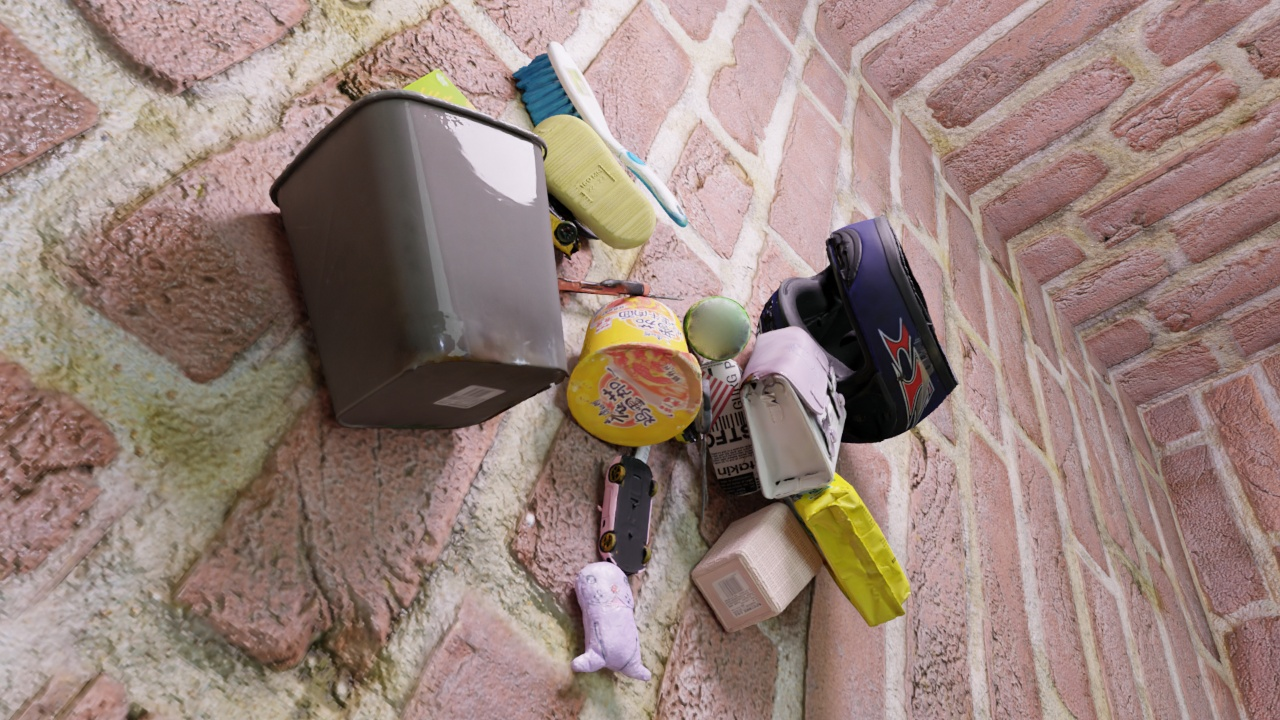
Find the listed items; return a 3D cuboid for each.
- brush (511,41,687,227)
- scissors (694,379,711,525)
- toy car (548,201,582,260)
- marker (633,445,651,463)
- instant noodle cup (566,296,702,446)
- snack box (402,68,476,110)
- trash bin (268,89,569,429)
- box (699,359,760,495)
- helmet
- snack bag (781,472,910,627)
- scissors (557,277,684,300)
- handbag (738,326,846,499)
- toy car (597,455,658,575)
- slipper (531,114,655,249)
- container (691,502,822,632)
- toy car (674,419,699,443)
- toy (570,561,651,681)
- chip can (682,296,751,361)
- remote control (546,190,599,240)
[{"bbox_3d":[-0.054,-0.276,1.170,0.060,0.110,0.314,-13,72,-58],"label":"brush"},{"bbox_3d":[0.067,0.093,1.002,0.014,0.181,0.159,-1,35,-1],"label":"scissors"},{"bbox_3d":[-0.124,-0.179,1.048,0.156,0.041,0.071,45,7,-22],"label":"toy car"},{"bbox_3d":[0.008,0.081,1.025,0.017,0.017,0.145,44,35,-18],"label":"marker"},{"bbox_3d":[-0.006,0.006,0.974,0.138,0.138,0.109,39,29,-25],"label":"instant noodle cup"},{"bbox_3d":[-0.231,-0.228,0.927,0.086,0.026,0.156,48,52,-5],"label":"snack box"},{"bbox_3d":[-0.174,-0.069,0.772,0.198,0.200,0.219,5,64,-49],"label":"trash bin"},{"bbox_3d":[0.113,0.076,1.093,0.081,0.075,0.163,-8,81,-81],"label":"box"},{"bbox_3d":[0.273,-0.025,1.237,0.315,0.241,0.246,52,22,-41],"label":"helmet"},{"bbox_3d":[0.225,0.193,1.069,0.158,0.068,0.246,58,0,-11],"label":"snack bag"},{"bbox_3d":[-0.019,-0.081,1.067,0.221,0.190,0.015,4,92,-22],"label":"scissors"},{"bbox_3d":[0.176,0.051,1.059,0.145,0.099,0.196,65,21,-10],"label":"handbag"},{"bbox_3d":[-0.015,0.154,0.916,0.056,0.037,0.122,27,55,-33],"label":"toy car"},{"bbox_3d":[-0.062,-0.199,1.083,0.091,0.082,0.190,-39,82,-18],"label":"slipper"},{"bbox_3d":[0.123,0.225,0.985,0.090,0.090,0.110,57,36,2],"label":"container"},{"bbox_3d":[0.050,0.050,1.085,0.048,0.032,0.105,57,26,-42],"label":"toy car"},{"bbox_3d":[-0.032,0.231,0.823,0.083,0.039,0.107,19,49,-34],"label":"toy"},{"bbox_3d":[0.087,-0.039,1.091,0.072,0.072,0.221,55,3,-2],"label":"chip can"},{"bbox_3d":[-0.098,-0.193,1.118,0.136,0.024,0.053,39,38,-23],"label":"remote control"}]
